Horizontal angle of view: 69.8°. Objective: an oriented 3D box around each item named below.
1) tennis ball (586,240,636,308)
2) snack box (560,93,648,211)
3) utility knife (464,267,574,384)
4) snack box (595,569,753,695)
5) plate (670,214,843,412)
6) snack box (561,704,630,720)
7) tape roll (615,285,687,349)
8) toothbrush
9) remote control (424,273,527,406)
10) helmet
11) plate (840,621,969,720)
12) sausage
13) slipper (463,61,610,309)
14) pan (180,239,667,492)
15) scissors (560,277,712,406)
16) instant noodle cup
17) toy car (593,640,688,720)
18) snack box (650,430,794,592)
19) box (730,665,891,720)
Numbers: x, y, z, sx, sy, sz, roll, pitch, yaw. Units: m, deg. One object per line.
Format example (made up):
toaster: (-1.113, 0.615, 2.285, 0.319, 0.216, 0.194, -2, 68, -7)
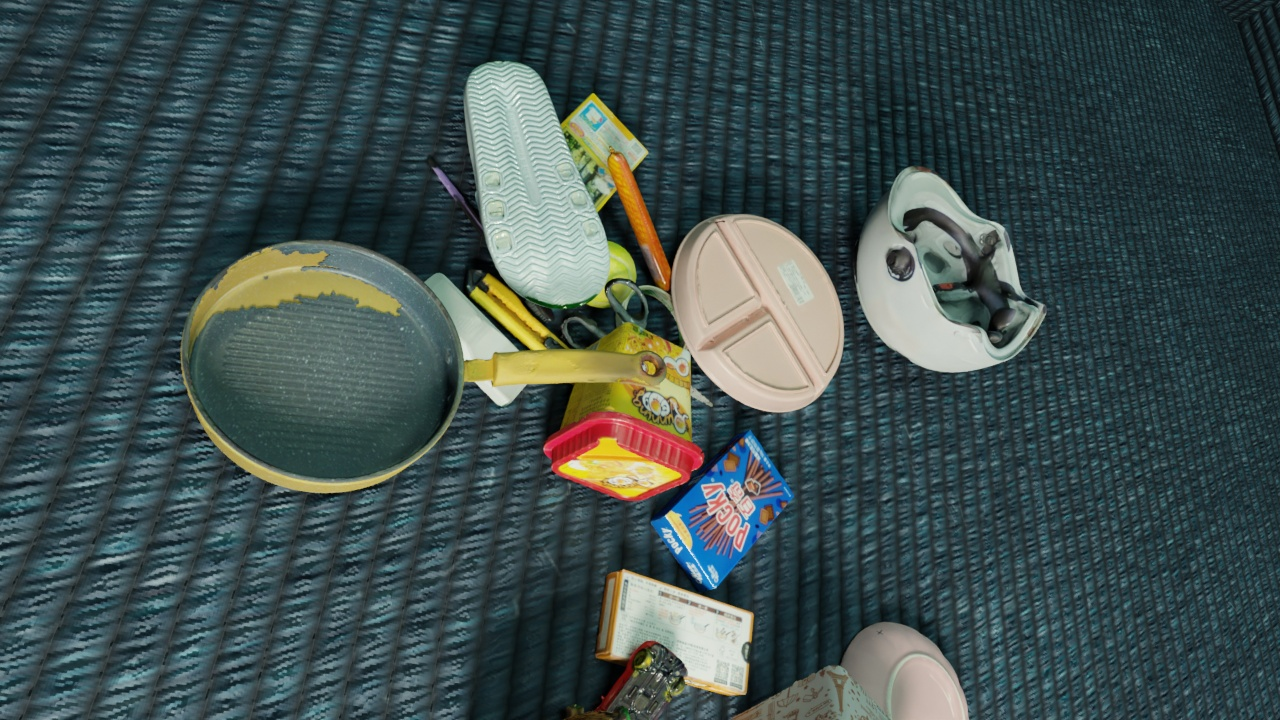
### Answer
tennis ball: (-0.037, -0.083, 0.880, 0.065, 0.066, 0.065, 16, 61, -32)
snack box: (-0.058, -0.204, 0.941, 0.087, 0.034, 0.140, 45, 48, -13)
utility knife: (-0.077, -0.009, 0.850, 0.223, 0.015, 0.033, 42, 53, -17)
snack box: (0.034, 0.243, 0.815, 0.153, 0.026, 0.075, 25, 57, -27)
plate: (0.134, -0.057, 0.988, 0.229, 0.028, 0.229, 13, 65, -29)
snack box: (-0.070, 0.313, 0.655, 0.105, 0.118, 0.117, 1, 70, -27)
tape roll: (0.013, -0.035, 0.932, 0.085, 0.014, 0.085, 16, 61, -32)
toothbrush: (-0.140, -0.110, 0.850, 0.189, 0.017, 0.014, 53, 37, -3)
remote control: (-0.146, -0.019, 0.795, 0.125, 0.024, 0.048, 47, 50, -12)
helmet: (0.356, -0.095, 1.139, 0.228, 0.146, 0.258, -20, 76, -43)
plate: (0.281, 0.366, 0.944, 0.192, 0.039, 0.192, 16, 61, -32)
sausage: (0.001, -0.142, 0.939, 0.021, 0.021, 0.165, -38, 113, -42)
slipper: (-0.106, -0.158, 0.845, 0.104, 0.074, 0.245, -14, 78, -16)
pan: (-0.153, 0.003, 0.702, 0.356, 0.078, 0.197, 6, 63, -25)
scissors: (0.003, -0.007, 0.877, 0.164, 0.164, 0.014, 6, 27, -7)
instant noodle cup: (-0.010, 0.044, 0.811, 0.116, 0.116, 0.123, 26, 55, -27)
toy car: (-0.008, 0.282, 0.751, 0.049, 0.031, 0.106, 42, 75, -21)
snack box: (0.084, 0.144, 0.899, 0.156, 0.026, 0.084, -38, 96, -42)
box: (0.130, 0.405, 0.776, 0.269, 0.136, 0.179, -43, 101, -10)
